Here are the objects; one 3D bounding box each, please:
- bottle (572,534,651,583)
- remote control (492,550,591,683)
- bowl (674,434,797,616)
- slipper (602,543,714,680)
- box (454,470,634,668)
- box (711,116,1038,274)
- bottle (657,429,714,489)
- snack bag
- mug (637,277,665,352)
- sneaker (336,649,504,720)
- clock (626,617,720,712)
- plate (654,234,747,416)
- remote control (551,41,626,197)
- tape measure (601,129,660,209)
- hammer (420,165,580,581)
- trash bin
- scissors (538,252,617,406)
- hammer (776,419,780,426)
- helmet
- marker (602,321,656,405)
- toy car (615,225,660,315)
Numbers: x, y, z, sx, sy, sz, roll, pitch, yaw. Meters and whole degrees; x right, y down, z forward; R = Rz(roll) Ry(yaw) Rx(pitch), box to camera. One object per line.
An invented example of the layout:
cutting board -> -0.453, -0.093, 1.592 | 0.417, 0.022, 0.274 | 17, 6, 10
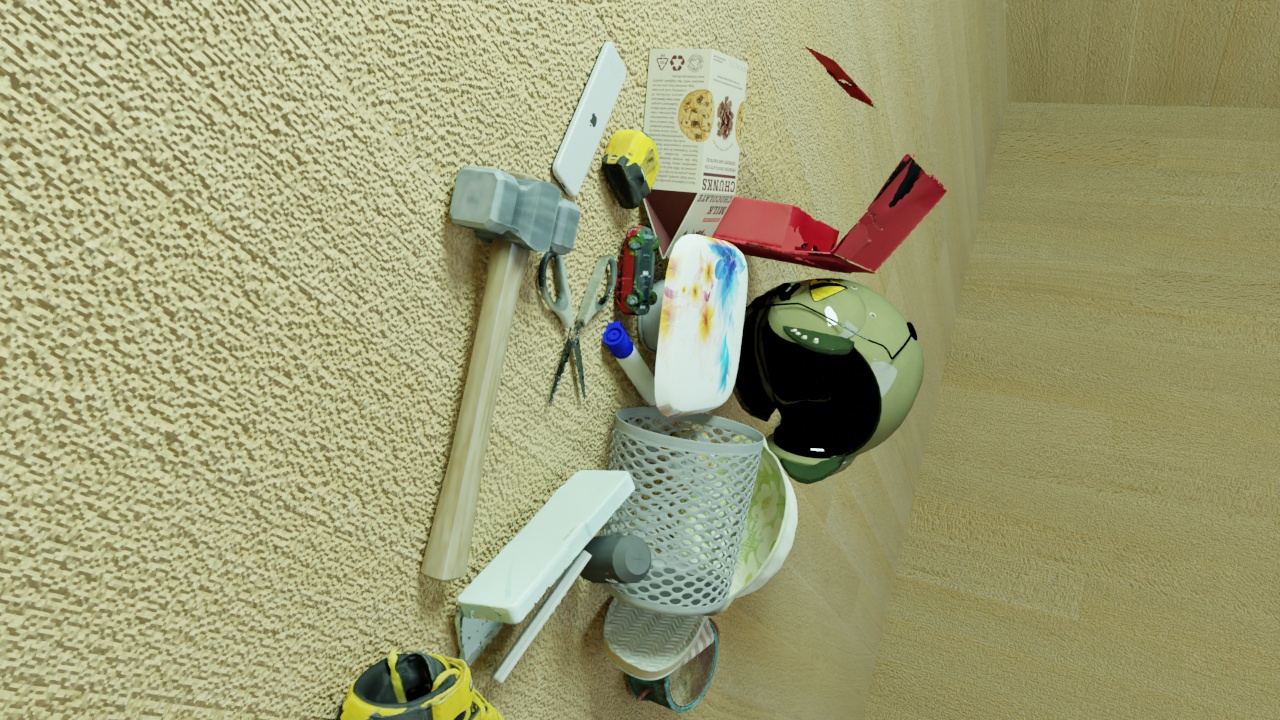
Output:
bottle -> -0.033, 0.194, 0.896 | 0.047, 0.113, 0.047 | 9, 74, -33
remote control -> -0.090, 0.233, 0.838 | 0.135, 0.011, 0.050 | -53, 179, -18
bowl -> 0.121, 0.194, 1.063 | 0.060, 0.189, 0.219 | 27, 68, -27
slipper -> 0.041, 0.287, 1.078 | 0.262, 0.115, 0.052 | -38, 149, -56
box -> -0.085, 0.181, 0.827 | 0.196, 0.078, 0.122 | -44, 156, -48
box -> 0.252, -0.156, 1.046 | 0.211, 0.379, 0.124 | 2, 81, -62
bottle -> 0.059, 0.113, 1.097 | 0.109, 0.063, 0.063 | -31, 127, -73
snack bag -> 0.053, -0.212, 0.963 | 0.094, 0.070, 0.206 | -16, 114, -61
mug -> 0.048, -0.035, 1.015 | 0.084, 0.071, 0.113 | -50, 139, -44
sneaker -> -0.148, 0.284, 0.715 | 0.238, 0.086, 0.122 | 13, 91, -60
clock -> 0.046, 0.369, 1.145 | 0.157, 0.073, 0.121 | 23, 78, -51
plate -> 0.070, -0.034, 0.960 | 0.186, 0.016, 0.187 | -3, 101, -61
remote control -> -0.046, -0.220, 0.833 | 0.045, 0.008, 0.146 | 51, 54, -57
tape measure -> -0.006, -0.190, 0.889 | 0.064, 0.037, 0.066 | -64, 149, -29
hammer -> -0.123, 0.013, 0.723 | 0.117, 0.051, 0.323 | 8, 94, -64
trash bin -> 0.037, 0.156, 0.969 | 0.156, 0.157, 0.183 | -6, 107, -63
scissors -> -0.062, -0.041, 0.858 | 0.170, 0.013, 0.157 | -66, 149, -27
hammer -> 0.191, 0.142, 1.400 | 0.321, 0.043, 0.156 | -44, 136, -54
helmet -> 0.207, 0.007, 1.113 | 0.232, 0.256, 0.251 | -40, 135, -49
marker -> -0.006, 0.006, 0.975 | 0.133, 0.023, 0.027 | 57, 27, -54
toy car -> -0.003, -0.091, 0.930 | 0.042, 0.036, 0.091 | -8, 107, -62
